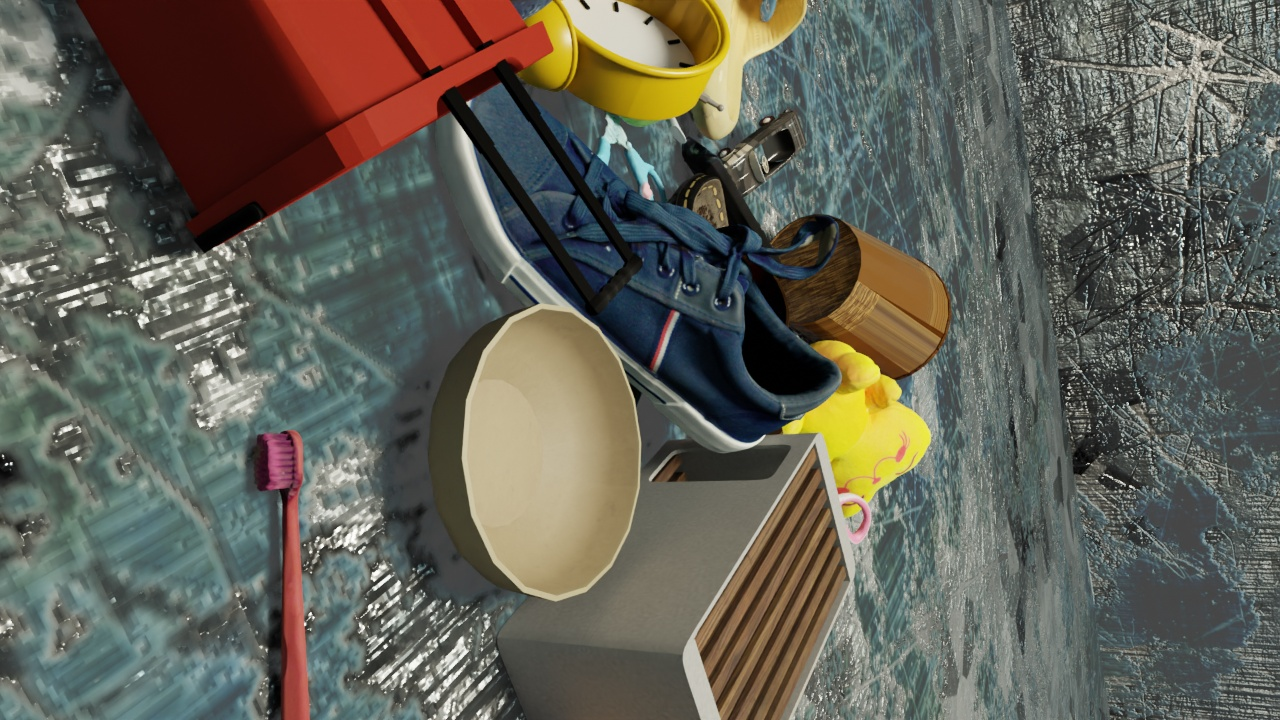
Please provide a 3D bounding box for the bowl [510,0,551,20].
[{"bbox_3d":[-0.086,-0.208,0.462,0.061,0.114,0.114,118,-17,-66],"label":"bowl"}]

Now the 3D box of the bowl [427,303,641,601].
[{"bbox_3d":[-0.061,0.048,0.488,0.152,0.051,0.152,14,73,-57],"label":"bowl"}]

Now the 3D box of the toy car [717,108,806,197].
[{"bbox_3d":[0.104,-0.174,0.778,0.092,0.037,0.040,-40,126,-15],"label":"toy car"}]

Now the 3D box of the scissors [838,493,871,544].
[{"bbox_3d":[0.143,0.136,0.804,0.103,0.016,0.179,-47,132,-4],"label":"scissors"}]

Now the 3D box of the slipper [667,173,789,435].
[{"bbox_3d":[0.078,-0.009,0.693,0.112,0.076,0.268,-32,114,-57],"label":"slipper"}]

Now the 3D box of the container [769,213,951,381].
[{"bbox_3d":[0.196,-0.061,0.859,0.167,0.132,0.132,20,68,-49],"label":"container"}]

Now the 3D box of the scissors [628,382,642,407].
[{"bbox_3d":[-0.025,0.034,0.575,0.127,0.019,0.142,-26,113,-50],"label":"scissors"}]

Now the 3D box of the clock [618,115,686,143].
[{"bbox_3d":[0.003,-0.211,0.633,0.094,0.043,0.119,48,40,-37],"label":"clock"}]

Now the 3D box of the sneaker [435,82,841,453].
[{"bbox_3d":[0.018,-0.063,0.531,0.294,0.128,0.120,43,47,-24],"label":"sneaker"}]

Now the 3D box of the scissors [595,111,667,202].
[{"bbox_3d":[-0.018,-0.138,0.628,0.135,0.015,0.133,59,37,-24],"label":"scissors"}]

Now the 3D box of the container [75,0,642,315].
[{"bbox_3d":[-0.104,-0.096,0.369,0.201,0.127,0.147,60,39,-18],"label":"container"}]

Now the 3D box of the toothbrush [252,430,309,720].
[{"bbox_3d":[-0.145,0.123,0.373,0.016,0.016,0.190,2,84,-54],"label":"toothbrush"}]

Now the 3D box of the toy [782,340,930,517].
[{"bbox_3d":[0.178,0.064,0.842,0.194,0.134,0.087,41,8,-42],"label":"toy"}]

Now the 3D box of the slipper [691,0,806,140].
[{"bbox_3d":[0.093,-0.298,0.749,0.111,0.079,0.261,57,41,-60],"label":"slipper"}]

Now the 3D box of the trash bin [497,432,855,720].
[{"bbox_3d":[0.037,0.148,0.569,0.228,0.115,0.114,-42,121,-53],"label":"trash bin"}]

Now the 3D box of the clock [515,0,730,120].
[{"bbox_3d":[-0.021,-0.194,0.533,0.151,0.052,0.113,7,54,-19],"label":"clock"}]

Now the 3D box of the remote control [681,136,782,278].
[{"bbox_3d":[0.075,-0.119,0.750,0.022,0.047,0.150,-42,135,0],"label":"remote control"}]
